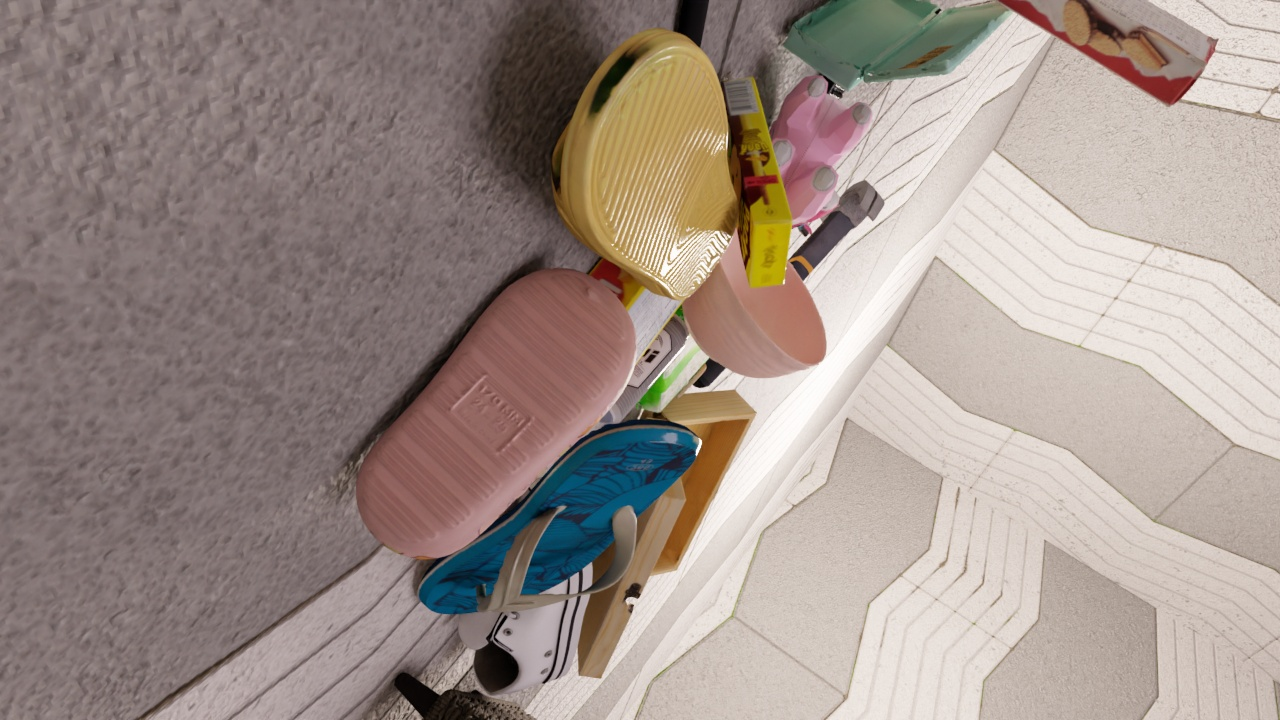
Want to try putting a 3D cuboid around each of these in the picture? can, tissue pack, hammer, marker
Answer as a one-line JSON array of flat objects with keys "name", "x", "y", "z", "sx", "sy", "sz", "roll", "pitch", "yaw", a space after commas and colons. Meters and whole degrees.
[{"name": "can", "x": -0.005, "y": 0.004, "z": 0.768, "sx": 0.106, "sy": 0.044, "sz": 0.044, "roll": -48, "pitch": 161, "yaw": -28}, {"name": "tissue pack", "x": 0.038, "y": -0.010, "z": 0.881, "sx": 0.113, "sy": 0.034, "sz": 0.100, "roll": -47, "pitch": 158, "yaw": -31}, {"name": "hammer", "x": 0.160, "y": -0.087, "z": 1.032, "sx": 0.312, "sy": 0.035, "sz": 0.139, "roll": -47, "pitch": -170, "yaw": -13}, {"name": "marker", "x": 0.033, "y": -0.206, "z": 0.534, "sx": 0.134, "sy": 0.018, "sz": 0.015, "roll": 101, "pitch": 8, "yaw": -52}]

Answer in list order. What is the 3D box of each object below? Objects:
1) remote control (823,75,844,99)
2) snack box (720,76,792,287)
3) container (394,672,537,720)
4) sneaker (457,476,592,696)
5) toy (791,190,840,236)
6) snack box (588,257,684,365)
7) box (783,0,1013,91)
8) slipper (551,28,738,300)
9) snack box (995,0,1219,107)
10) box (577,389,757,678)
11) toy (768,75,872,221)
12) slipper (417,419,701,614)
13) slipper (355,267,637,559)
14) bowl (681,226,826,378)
[{"name": "remote control", "x": 0.166, "y": -0.237, "z": 0.856, "sx": 0.141, "sy": 0.021, "sz": 0.045, "roll": -58, "pitch": 163, "yaw": 21}, {"name": "snack box", "x": 0.076, "y": -0.124, "z": 0.628, "sx": 0.061, "sy": 0.025, "sz": 0.148, "roll": 86, "pitch": -2, "yaw": -52}, {"name": "container", "x": -0.142, "y": 0.407, "z": 0.827, "sx": 0.176, "sy": 0.205, "sz": 0.321, "roll": -52, "pitch": 163, "yaw": -16}, {"name": "sneaker", "x": -0.111, "y": 0.205, "z": 0.794, "sx": 0.097, "sy": 0.091, "sz": 0.246, "roll": -14, "pitch": 137, "yaw": -30}, {"name": "toy", "x": 0.190, "y": -0.178, "z": 0.986, "sx": 0.065, "sy": 0.050, "sz": 0.102, "roll": -18, "pitch": 133, "yaw": -58}, {"name": "snack box", "x": -0.009, "y": -0.042, "z": 0.674, "sx": 0.200, "sy": 0.042, "sz": 0.092, "roll": -53, "pitch": 162, "yaw": -16}, {"name": "box", "x": 0.213, "y": -0.265, "z": 0.736, "sx": 0.186, "sy": 0.138, "sz": 0.055, "roll": -42, "pitch": 151, "yaw": -40}, {"name": "slipper", "x": -0.003, "y": -0.102, "z": 0.517, "sx": 0.099, "sy": 0.078, "sz": 0.263, "roll": -56, "pitch": 164, "yaw": -1}, {"name": "snack box", "x": 0.318, "y": -0.298, "z": 0.728, "sx": 0.076, "sy": 0.273, "sz": 0.044, "roll": -42, "pitch": 164, "yaw": -42}, {"name": "box", "x": 0.006, "y": 0.167, "z": 0.972, "sx": 0.251, "sy": 0.119, "sz": 0.248, "roll": -50, "pitch": 164, "yaw": -60}, {"name": "toy", "x": 0.128, "y": -0.166, "z": 0.742, "sx": 0.123, "sy": 0.067, "sz": 0.157, "roll": -60, "pitch": -177, "yaw": -6}, {"name": "slipper", "x": -0.055, "y": 0.131, "z": 0.625, "sx": 0.118, "sy": 0.060, "sz": 0.296, "roll": 4, "pitch": 146, "yaw": -36}, {"name": "slipper", "x": -0.080, "y": 0.036, "z": 0.544, "sx": 0.197, "sy": 0.093, "sz": 0.082, "roll": -50, "pitch": 173, "yaw": -20}, {"name": "bowl", "x": 0.087, "y": -0.043, "z": 0.804, "sx": 0.076, "sy": 0.153, "sz": 0.152, "roll": -36, "pitch": 176, "yaw": 30}]
